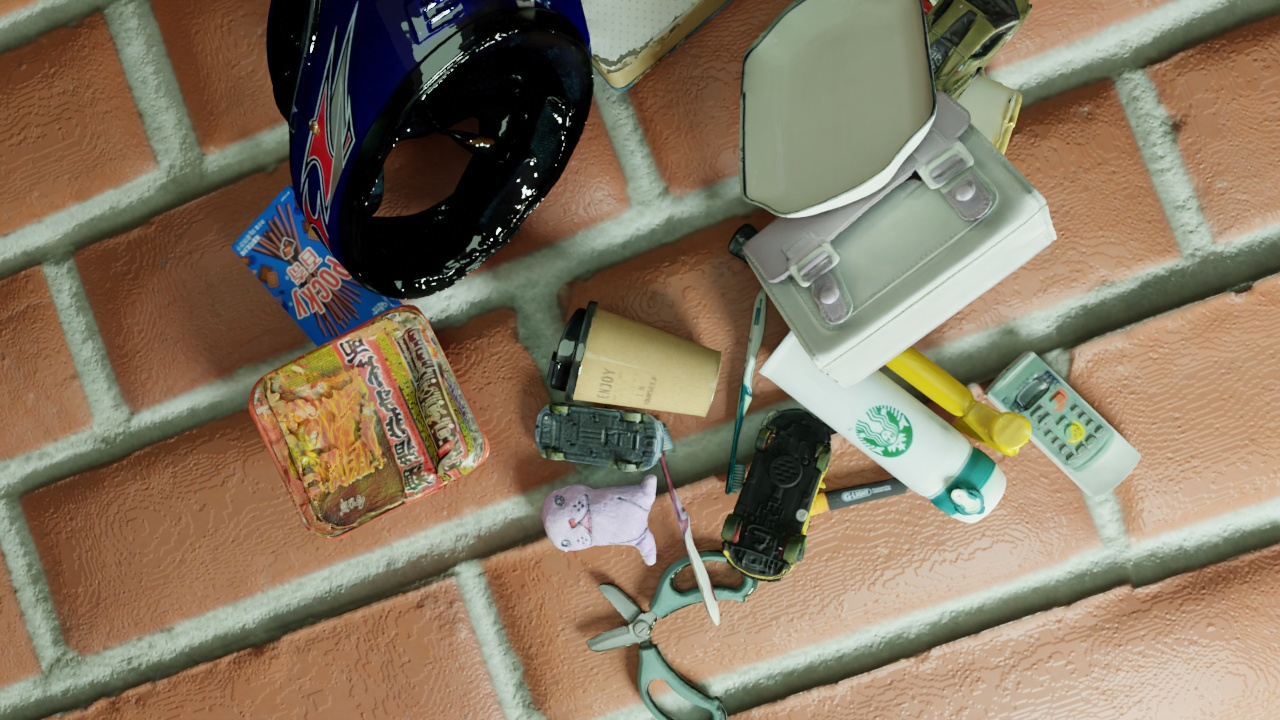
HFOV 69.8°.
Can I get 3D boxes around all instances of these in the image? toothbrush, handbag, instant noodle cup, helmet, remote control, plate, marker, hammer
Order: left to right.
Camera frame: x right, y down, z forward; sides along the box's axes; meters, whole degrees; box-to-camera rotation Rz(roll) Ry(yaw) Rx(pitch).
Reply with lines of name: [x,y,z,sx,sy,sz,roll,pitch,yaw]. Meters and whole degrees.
instant noodle cup: [-0.243,0.058,0.838,0.189,0.079,0.164,-26,86,4]
helmet: [-0.189,-0.238,0.763,0.240,0.246,0.316,54,126,23]
toothbrush: [0.043,0.146,0.829,0.017,0.016,0.187,-17,79,-5]
toothbrush: [0.099,0.029,0.835,0.018,0.016,0.191,10,91,-4]
plate: [0.157,-0.214,0.732,0.162,0.034,0.265,-21,47,31]
marker: [0.179,0.124,0.824,0.124,0.015,0.018,-14,86,6]
hammer: [0.199,-0.021,0.788,0.301,0.128,0.033,40,94,16]
handbag: [0.191,-0.095,0.710,0.197,0.098,0.145,-38,56,15]
handbag: [0.247,-0.236,0.808,0.163,0.063,0.178,25,77,6]
remote control: [0.369,0.056,0.803,0.056,0.019,0.135,-45,85,3]

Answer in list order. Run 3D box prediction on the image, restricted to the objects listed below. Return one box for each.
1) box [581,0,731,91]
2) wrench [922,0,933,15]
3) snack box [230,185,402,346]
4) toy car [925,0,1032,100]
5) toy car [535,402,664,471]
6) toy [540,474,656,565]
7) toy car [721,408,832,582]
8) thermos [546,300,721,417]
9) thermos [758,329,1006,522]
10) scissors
box: [0.019,-0.335,0.827,0.184,0.061,0.090,-37,86,2]
wrench: [0.190,-0.399,0.813,0.056,0.016,0.273,-23,80,-4]
snack box: [-0.306,-0.080,0.869,0.084,0.026,0.157,-43,85,10]
toy car: [0.264,-0.270,0.763,0.070,0.042,0.158,40,80,7]
toy car: [-0.038,0.069,0.837,0.121,0.036,0.054,5,93,18]
toy: [-0.037,0.145,0.835,0.108,0.039,0.084,-2,95,5]
toy car: [0.123,0.117,0.806,0.071,0.041,0.155,15,70,18]
thermos: [-0.005,0.005,0.813,0.143,0.093,0.093,15,91,-1]
thermos: [0.210,0.053,0.793,0.224,0.073,0.073,38,93,6]
scissors: [0.042,0.262,0.836,0.170,0.019,0.178,-22,88,4]
